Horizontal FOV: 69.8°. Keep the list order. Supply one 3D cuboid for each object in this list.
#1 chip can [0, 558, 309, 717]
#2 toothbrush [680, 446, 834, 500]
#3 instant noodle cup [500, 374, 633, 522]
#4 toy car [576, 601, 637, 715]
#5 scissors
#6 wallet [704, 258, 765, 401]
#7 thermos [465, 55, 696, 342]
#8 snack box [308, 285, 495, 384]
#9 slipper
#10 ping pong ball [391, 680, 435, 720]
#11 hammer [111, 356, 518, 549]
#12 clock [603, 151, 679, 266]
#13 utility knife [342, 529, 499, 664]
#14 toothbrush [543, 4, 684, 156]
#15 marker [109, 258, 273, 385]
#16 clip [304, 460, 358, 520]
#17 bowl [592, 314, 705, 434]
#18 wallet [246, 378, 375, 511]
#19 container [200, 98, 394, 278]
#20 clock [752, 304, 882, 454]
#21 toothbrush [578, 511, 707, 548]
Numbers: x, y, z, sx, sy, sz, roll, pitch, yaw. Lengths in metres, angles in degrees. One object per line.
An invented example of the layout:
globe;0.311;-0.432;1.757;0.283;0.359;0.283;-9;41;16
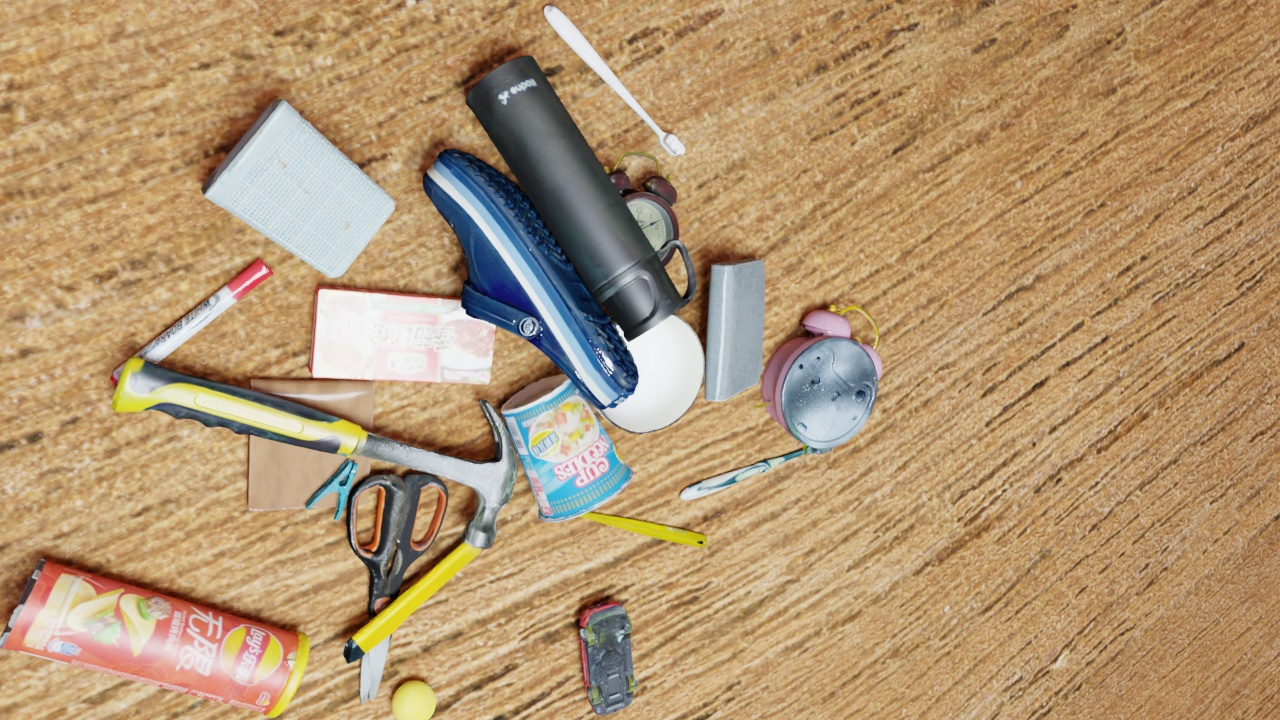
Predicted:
chip can;-0.384;0.226;0.738;0.216;0.073;0.073;27;90;-27
toothbrush;0.128;0.116;0.976;0.191;0.018;0.016;-17;108;-21
instant noodle cup;-0.074;0.076;0.839;0.099;0.099;0.110;-30;105;-16
toy car;-0.036;0.298;0.927;0.052;0.045;0.121;-10;111;-24
scissors;-0.218;0.209;0.838;0.139;0.022;0.235;-18;115;-27
wallet;0.091;-0.033;0.897;0.106;0.037;0.130;-18;113;-61
thermos;-0.043;-0.138;0.772;0.089;0.069;0.242;-35;94;-22
snack box;-0.202;-0.020;0.791;0.152;0.025;0.075;4;100;-25
slipper;-0.099;-0.060;0.773;0.095;0.105;0.253;-37;91;10
ping pong ball;-0.211;0.319;0.855;0.040;0.040;0.040;-5;104;-23
hammer;-0.251;0.059;0.755;0.323;0.032;0.126;20;86;-25
clock;-0.008;-0.129;0.838;0.082;0.055;0.122;3;99;-25
utility knife;-0.199;0.208;0.837;0.176;0.015;0.033;-40;153;-24
toothbrush;-0.021;-0.249;0.827;0.180;0.016;0.016;43;80;-26
marker;-0.354;-0.029;0.725;0.145;0.017;0.017;-41;115;-11
clip;-0.260;0.110;0.786;0.034;0.013;0.055;35;91;-32
bowl;-0.005;0.005;0.864;0.116;0.066;0.116;-6;104;-25
wallet;-0.280;0.071;0.781;0.101;0.020;0.115;2;104;-26
container;-0.261;-0.128;0.707;0.111;0.090;0.090;41;84;-29
clock;0.195;0.014;0.961;0.117;0.060;0.158;40;85;-25
toothbrush;-0.012;0.167;0.924;0.190;0.016;0.016;18;94;-27
